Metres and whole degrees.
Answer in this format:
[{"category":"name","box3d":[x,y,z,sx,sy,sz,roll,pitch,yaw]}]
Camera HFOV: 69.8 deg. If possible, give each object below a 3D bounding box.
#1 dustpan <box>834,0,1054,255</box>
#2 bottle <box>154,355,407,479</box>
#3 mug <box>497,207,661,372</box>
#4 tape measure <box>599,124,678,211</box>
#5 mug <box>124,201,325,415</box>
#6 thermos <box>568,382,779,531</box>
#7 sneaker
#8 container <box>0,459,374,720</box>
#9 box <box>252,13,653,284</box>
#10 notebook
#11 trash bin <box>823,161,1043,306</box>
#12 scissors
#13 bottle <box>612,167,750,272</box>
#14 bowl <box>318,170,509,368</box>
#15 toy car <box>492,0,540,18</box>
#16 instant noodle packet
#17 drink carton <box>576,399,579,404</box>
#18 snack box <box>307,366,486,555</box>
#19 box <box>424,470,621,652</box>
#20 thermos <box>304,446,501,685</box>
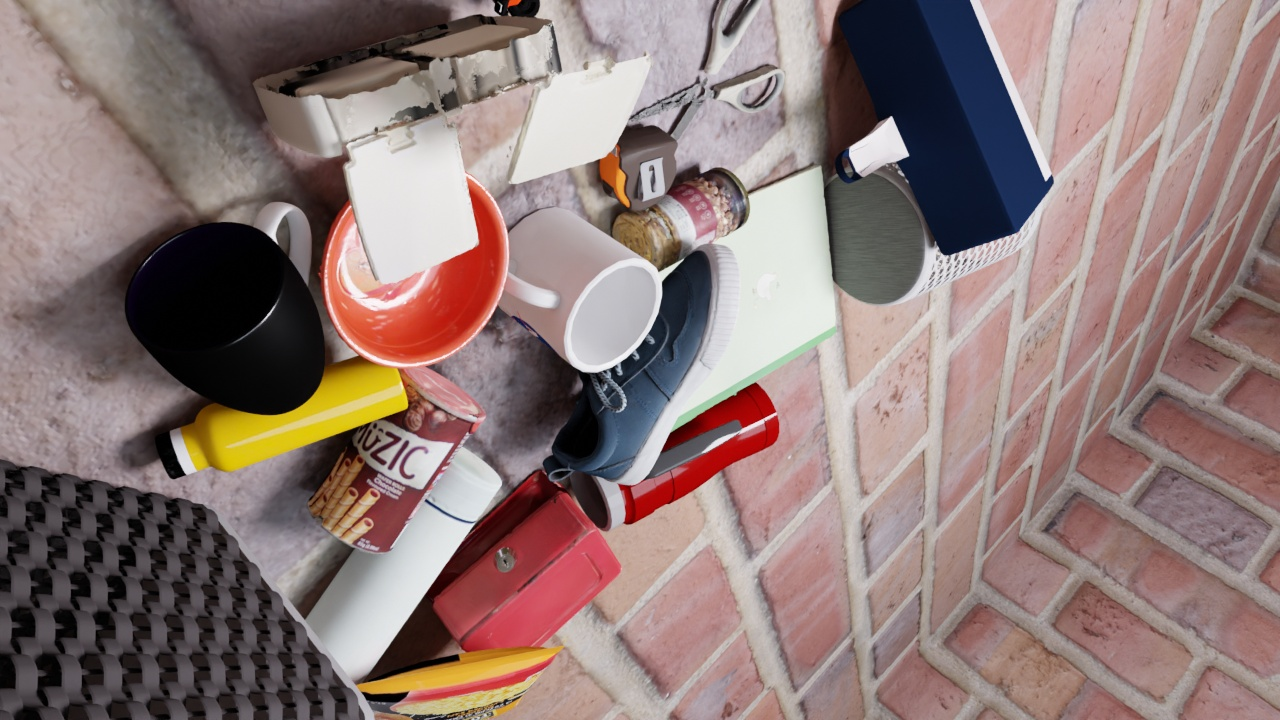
[{"category":"dustpan","box3d":[0.259,-0.215,0.816,0.272,0.080,0.236,-37,103,-48]},{"category":"bottle","box3d":[-0.221,0.035,0.571,0.143,0.043,0.043,-21,136,-21]},{"category":"mug","box3d":[-0.057,-0.053,0.662,0.121,0.090,0.091,4,117,-51]},{"category":"tape measure","box3d":[-0.001,-0.142,0.692,0.058,0.038,0.059,-21,140,-30]},{"category":"mug","box3d":[-0.215,-0.028,0.518,0.100,0.085,0.118,84,21,-61]},{"category":"thermos","box3d":[0.038,0.085,0.873,0.198,0.084,0.108,-24,179,-25]},{"category":"sneaker","box3d":[-0.004,0.004,0.733,0.087,0.089,0.236,13,116,-31]},{"category":"container","box3d":[-0.322,0.198,0.439,0.247,0.245,0.243,-56,150,4]},{"category":"box","box3d":[-0.090,-0.104,0.470,0.143,0.187,0.105,-28,123,-24]},{"category":"notebook","box3d":[0.095,-0.060,0.855,0.251,0.010,0.182,-28,118,-32]},{"category":"trash bin","box3d":[0.287,-0.149,0.933,0.182,0.156,0.157,-25,137,-32]},{"category":"scissors","box3d":[0.062,-0.223,0.722,0.170,0.012,0.158,-13,130,-42]},{"category":"bottle","box3d":[0.034,-0.113,0.746,0.105,0.056,0.056,-32,141,-30]},{"category":"bowl","box3d":[-0.147,-0.063,0.574,0.130,0.045,0.131,-22,123,-39]},{"category":"toy car","box3d":[-0.055,-0.245,0.526,0.049,0.051,0.100,42,86,-13]},{"category":"instant noodle packet","box3d":[-0.165,0.289,0.791,0.159,0.032,0.221,-4,150,-21]},{"category":"drink carton","box3d":[-0.001,0.018,0.838,0.128,0.038,0.044,-41,144,-17]},{"category":"snack box","box3d":[-0.173,0.068,0.650,0.121,0.072,0.072,-55,146,4]},{"category":"box","box3d":[-0.105,0.198,0.838,0.157,0.087,0.129,-43,150,-14]},{"category":"thermos","box3d":[-0.198,0.169,0.714,0.230,0.068,0.068,-55,146,3]}]
